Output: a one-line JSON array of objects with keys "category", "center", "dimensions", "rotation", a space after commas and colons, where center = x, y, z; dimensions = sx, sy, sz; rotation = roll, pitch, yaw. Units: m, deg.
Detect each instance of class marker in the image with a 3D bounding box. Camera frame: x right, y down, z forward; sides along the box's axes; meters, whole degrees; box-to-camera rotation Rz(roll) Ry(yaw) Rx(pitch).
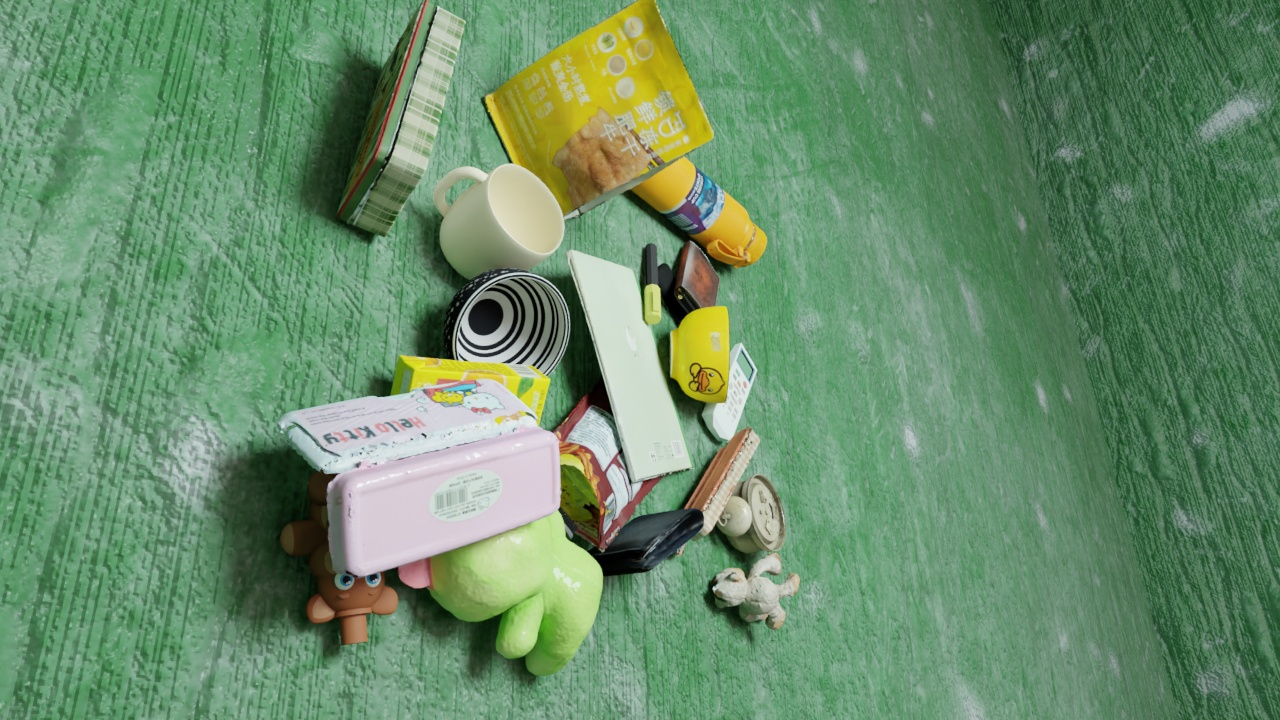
[{"category": "marker", "center": [0.015, -0.097, 1.123], "dimensions": [0.017, 0.021, 0.123], "rotation": [11, 49, -15]}]

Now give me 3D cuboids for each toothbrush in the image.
[{"category": "toothbrush", "center": [-0.116, 0.101, 0.860], "dimensions": [0.167, 0.013, 0.013], "rotation": [50, 56, -5]}]

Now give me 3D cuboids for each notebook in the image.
[{"category": "notebook", "center": [-0.006, 0.006, 1.026], "dimensions": [0.181, 0.010, 0.252], "rotation": [4, 68, -67]}]

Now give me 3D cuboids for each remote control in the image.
[{"category": "remote control", "center": [0.062, -0.055, 1.173], "dimensions": [0.152, 0.020, 0.041], "rotation": [58, 37, -9]}, {"category": "remote control", "center": [0.112, 0.042, 1.178], "dimensions": [0.049, 0.024, 0.143], "rotation": [57, 38, -27]}]

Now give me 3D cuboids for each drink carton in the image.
[{"category": "drink carton", "center": [-0.151, 0.032, 0.813], "dimensions": [0.134, 0.043, 0.058], "rotation": [6, 106, -38]}]

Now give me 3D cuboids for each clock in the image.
[{"category": "clock", "center": [0.122, 0.186, 1.094], "dimensions": [0.140, 0.055, 0.093], "rotation": [12, 63, -56]}]

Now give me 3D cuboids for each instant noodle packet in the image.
[{"category": "instant noodle packet", "center": [-0.039, -0.265, 0.992], "dimensions": [0.084, 0.222, 0.163], "rotation": [-28, 95, -56]}]

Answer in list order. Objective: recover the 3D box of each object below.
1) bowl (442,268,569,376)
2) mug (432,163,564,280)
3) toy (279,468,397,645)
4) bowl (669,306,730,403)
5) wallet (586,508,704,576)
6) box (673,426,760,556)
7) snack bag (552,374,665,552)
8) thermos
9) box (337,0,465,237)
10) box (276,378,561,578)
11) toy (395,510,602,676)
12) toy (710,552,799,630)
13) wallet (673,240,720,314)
[{"category": "bowl", "center": [-0.135, -0.033, 0.870], "dimensions": [0.120, 0.066, 0.120], "rotation": [-15, 118, -31]}, {"category": "mug", "center": [-0.150, -0.132, 0.889], "dimensions": [0.120, 0.100, 0.096], "rotation": [42, 42, -26]}, {"category": "toy", "center": [-0.219, 0.147, 0.691], "dimensions": [0.094, 0.065, 0.127], "rotation": [1, 71, -33]}, {"category": "bowl", "center": [0.069, -0.007, 1.102], "dimensions": [0.117, 0.067, 0.117], "rotation": [26, 64, -90]}, {"category": "wallet", "center": [0.001, 0.180, 0.922], "dimensions": [0.114, 0.089, 0.026], "rotation": [-25, 98, -54]}, {"category": "box", "center": [0.083, 0.148, 1.054], "dimensions": [0.041, 0.083, 0.186], "rotation": [48, 42, -7]}, {"category": "snack bag", "center": [-0.028, 0.096, 0.953], "dimensions": [0.139, 0.067, 0.207], "rotation": [60, 32, -10]}, {"category": "thermos", "center": [0.074, -0.198, 1.220], "dimensions": [0.232, 0.076, 0.091], "rotation": [32, 76, -38]}, {"category": "box", "center": [-0.217, -0.223, 0.838], "dimensions": [0.051, 0.118, 0.205], "rotation": [20, 57, -24]}, {"category": "box", "center": [-0.151, 0.074, 0.691], "dimensions": [0.201, 0.077, 0.146], "rotation": [-11, 73, -48]}, {"category": "toy", "center": [-0.108, 0.173, 0.787], "dimensions": [0.197, 0.107, 0.149], "rotation": [49, 42, -35]}, {"category": "toy", "center": [0.123, 0.269, 1.054], "dimensions": [0.105, 0.074, 0.085], "rotation": [10, 107, -27]}, {"category": "wallet", "center": [0.074, -0.099, 1.188], "dimensions": [0.072, 0.019, 0.122], "rotation": [50, 28, -22]}]
